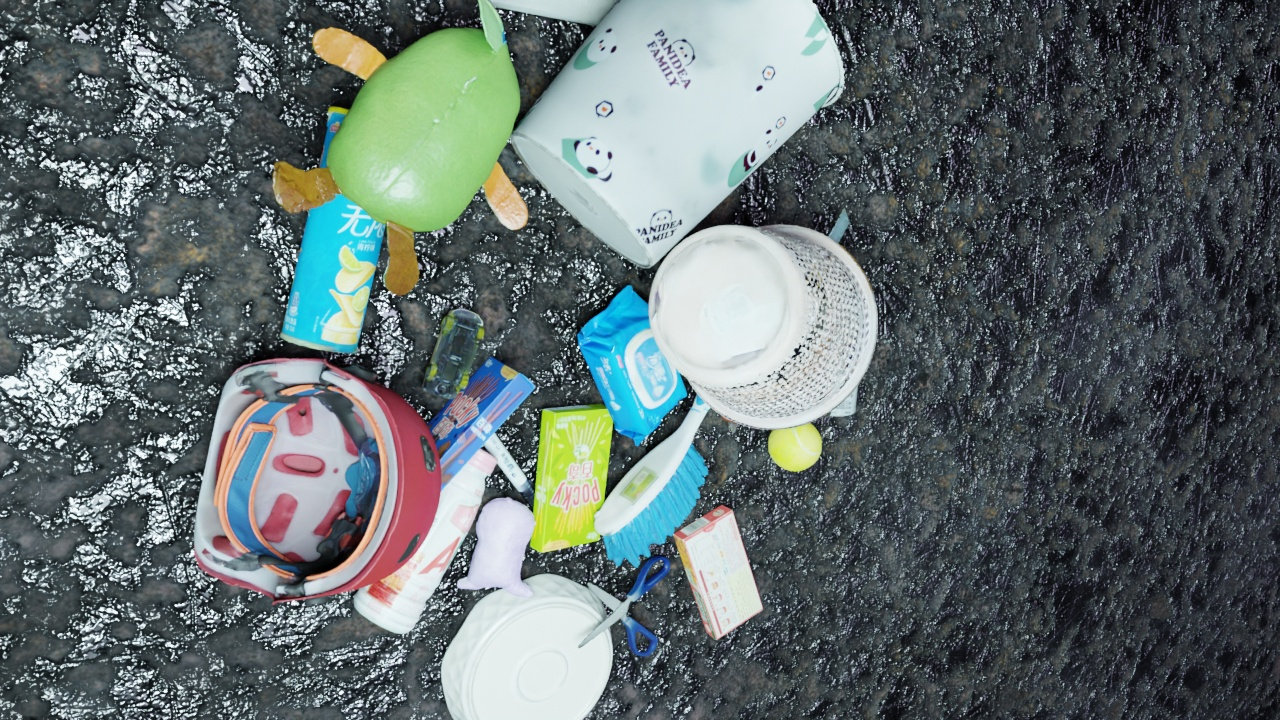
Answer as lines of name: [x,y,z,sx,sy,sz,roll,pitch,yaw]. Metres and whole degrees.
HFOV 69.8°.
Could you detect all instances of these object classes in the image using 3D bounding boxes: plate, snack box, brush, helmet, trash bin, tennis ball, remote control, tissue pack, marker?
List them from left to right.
helmet: [-0.261,0.107,0.809,0.143,0.240,0.207,16,82,-63]
snack box: [-0.180,0.067,0.913,0.157,0.084,0.026,-49,119,-11]
marker: [-0.141,0.110,0.984,0.022,0.018,0.131,-44,119,-25]
plate: [-0.118,0.346,1.035,0.204,0.046,0.205,-6,104,-28]
remote control: [-0.082,-0.367,0.902,0.149,0.021,0.058,0,102,-29]
snack box: [-0.075,0.128,1.008,0.085,0.026,0.156,-2,102,-43]
tissue pack: [-0.006,0.006,0.998,0.094,0.052,0.157,-43,120,-38]
trash bin: [0.026,-0.241,0.885,0.252,0.229,0.229,-48,119,-4]
brush: [0.056,0.093,1.059,0.313,0.060,0.109,-46,131,-18]
snack box: [0.099,0.265,1.146,0.077,0.027,0.156,-27,113,-22]
trash bin: [0.111,-0.044,0.927,0.192,0.228,0.227,11,97,-66]
tennis ball: [0.191,0.104,1.137,0.065,0.065,0.065,-7,105,-28]

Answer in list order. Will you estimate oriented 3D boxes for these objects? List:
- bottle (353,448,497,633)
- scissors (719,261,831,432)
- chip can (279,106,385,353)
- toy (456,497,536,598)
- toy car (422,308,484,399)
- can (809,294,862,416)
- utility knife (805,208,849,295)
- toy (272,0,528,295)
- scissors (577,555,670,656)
bottle: [-0.213,0.176,0.934,0.068,0.068,0.196,36,79,-30]
scissors: [0.158,-0.014,1.102,0.189,0.015,0.226,-31,99,-3]
chip can: [-0.268,-0.116,0.829,0.071,0.071,0.210,12,96,-30]
toy: [-0.147,0.200,0.984,0.084,0.039,0.108,11,93,-3]
toy car: [-0.189,-0.008,0.919,0.042,0.035,0.090,19,91,-32]
can: [0.245,-0.006,1.145,0.058,0.058,0.147,-4,103,-28]
utility knife: [0.204,-0.090,1.127,0.033,0.015,0.219,32,85,-33]
toy: [-0.184,-0.185,0.771,0.227,0.090,0.246,43,71,-27]
scissors: [-0.013,0.288,1.065,0.162,0.012,0.176,-51,133,-33]
